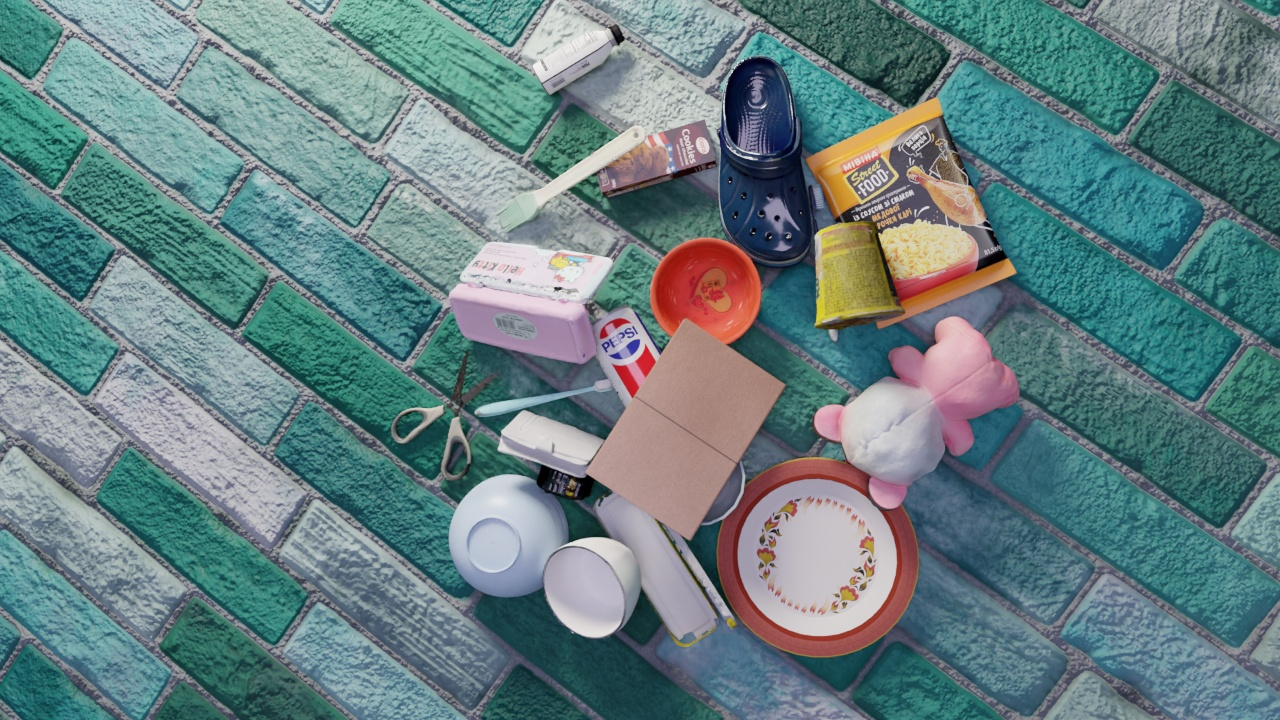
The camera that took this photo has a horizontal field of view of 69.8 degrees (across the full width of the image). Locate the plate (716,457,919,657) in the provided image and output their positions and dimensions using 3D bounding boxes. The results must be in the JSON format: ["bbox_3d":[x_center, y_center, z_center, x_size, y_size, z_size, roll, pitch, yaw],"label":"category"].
[{"bbox_3d":[0.204,0.228,1.070,0.230,0.021,0.229,0,88,9],"label":"plate"}]

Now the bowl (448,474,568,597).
[{"bbox_3d":[-0.166,0.215,1.101,0.151,0.074,0.150,0,87,8],"label":"bowl"}]

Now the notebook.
[{"bbox_3d":[0.053,0.077,1.040,0.141,0.008,0.209,34,82,-4],"label":"notebook"}]

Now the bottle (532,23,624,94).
[{"bbox_3d":[-0.073,-0.372,1.121,0.116,0.041,0.041,-29,84,7],"label":"bottle"}]

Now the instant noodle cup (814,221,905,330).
[{"bbox_3d":[0.237,-0.095,1.027,0.102,0.102,0.108,-9,84,8],"label":"instant noodle cup"}]

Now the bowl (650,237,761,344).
[{"bbox_3d":[0.078,-0.077,1.086,0.130,0.045,0.130,0,88,9],"label":"bowl"}]

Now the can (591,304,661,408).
[{"bbox_3d":[-0.006,0.006,1.085,0.070,0.070,0.132,-32,84,6],"label":"can"}]

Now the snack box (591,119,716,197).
[{"bbox_3d":[0.017,-0.243,1.108,0.141,0.031,0.051,-14,86,8],"label":"snack box"}]

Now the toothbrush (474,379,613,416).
[{"bbox_3d":[-0.119,0.047,1.129,0.181,0.016,0.016,-13,79,9],"label":"toothbrush"}]

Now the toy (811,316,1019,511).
[{"bbox_3d":[0.311,0.056,1.027,0.213,0.084,0.142,-37,83,3],"label":"toy"}]

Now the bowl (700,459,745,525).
[{"bbox_3d":[0.074,0.142,1.077,0.106,0.039,0.106,-5,74,17],"label":"bowl"}]

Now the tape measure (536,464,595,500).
[{"bbox_3d":[-0.092,0.145,1.095,0.062,0.067,0.038,19,93,8],"label":"tape measure"}]

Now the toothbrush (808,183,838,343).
[{"bbox_3d":[0.217,-0.114,1.076,0.017,0.016,0.189,-8,91,5],"label":"toothbrush"}]

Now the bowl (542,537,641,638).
[{"bbox_3d":[-0.050,0.258,1.072,0.116,0.065,0.116,8,106,29],"label":"bowl"}]

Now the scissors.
[{"bbox_3d":[-0.240,0.073,1.143,0.158,0.012,0.169,-11,90,11],"label":"scissors"}]

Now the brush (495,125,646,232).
[{"bbox_3d":[-0.085,-0.220,1.108,0.218,0.012,0.033,-28,87,21],"label":"brush"}]

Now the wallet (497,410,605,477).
[{"bbox_3d":[-0.104,0.094,1.092,0.116,0.086,0.032,16,115,7],"label":"wallet"}]

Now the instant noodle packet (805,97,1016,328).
[{"bbox_3d":[0.308,-0.168,1.058,0.160,0.032,0.220,-23,85,14],"label":"instant noodle packet"}]

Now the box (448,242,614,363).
[{"bbox_3d":[-0.125,-0.074,1.096,0.202,0.102,0.101,12,133,32],"label":"box"}]

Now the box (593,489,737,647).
[{"bbox_3d":[0.024,0.235,1.069,0.084,0.080,0.210,-33,83,2],"label":"box"}]

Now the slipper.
[{"bbox_3d":[0.137,-0.233,1.060,0.105,0.095,0.252,-6,84,6],"label":"slipper"}]
